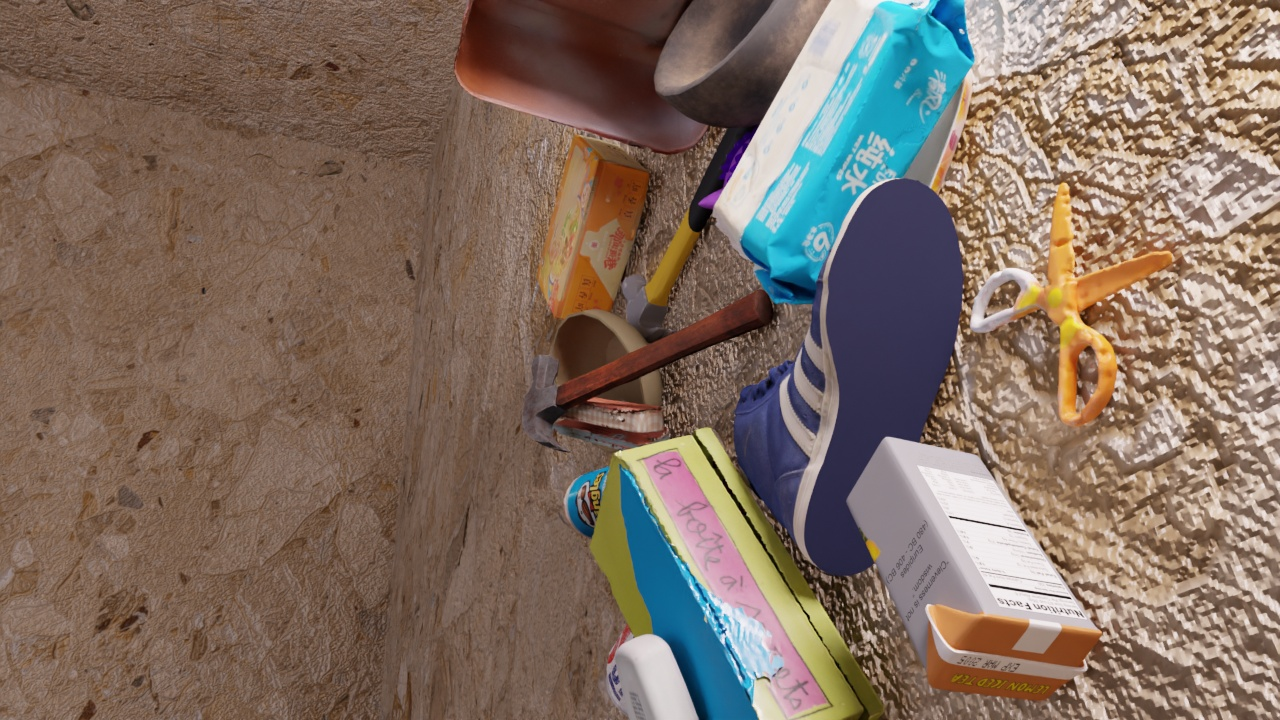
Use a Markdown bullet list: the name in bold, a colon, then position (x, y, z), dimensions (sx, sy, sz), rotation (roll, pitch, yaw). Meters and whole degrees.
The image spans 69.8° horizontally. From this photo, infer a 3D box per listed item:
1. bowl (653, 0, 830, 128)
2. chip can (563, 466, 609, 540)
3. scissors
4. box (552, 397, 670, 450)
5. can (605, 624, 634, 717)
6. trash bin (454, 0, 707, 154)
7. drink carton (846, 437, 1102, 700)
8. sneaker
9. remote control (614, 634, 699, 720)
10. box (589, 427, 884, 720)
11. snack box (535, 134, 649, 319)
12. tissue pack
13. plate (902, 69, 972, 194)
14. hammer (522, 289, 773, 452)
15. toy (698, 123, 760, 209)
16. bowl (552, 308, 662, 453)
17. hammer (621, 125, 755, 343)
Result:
- **bowl**: position (0.090, -0.255, 0.732), dimensions (0.163, 0.070, 0.162), rotation (-38, 33, 30)
- **chip can**: position (0.004, 0.124, 0.834), dimensions (0.230, 0.079, 0.079), rotation (152, 125, -63)
- **scissors**: position (0.209, -0.028, 0.459), dimensions (0.130, 0.011, 0.125), rotation (161, 116, -67)
- **box**: position (-0.043, 0.052, 0.908), dimensions (0.187, 0.058, 0.060), rotation (6, 58, 50)
- **can**: position (0.026, 0.225, 0.729), dimensions (0.078, 0.078, 0.136), rotation (-103, 30, -46)
- **trash bin**: position (-0.038, -0.344, 0.898), dimensions (0.182, 0.259, 0.157), rotation (125, 150, -49)
- **drink carton**: position (0.157, 0.099, 0.452), dimensions (0.124, 0.076, 0.049), rotation (-104, 31, -55)
- **sneaker**: position (0.121, 0.003, 0.579), dimensions (0.118, 0.091, 0.233), rotation (-142, 56, -70)
- **remote control**: position (0.016, 0.228, 0.569), dimensions (0.060, 0.028, 0.114), rotation (-35, 72, 64)
- **box**: position (0.051, 0.167, 0.598), dimensions (0.221, 0.082, 0.125), rotation (55, 147, 38)
- **snack box**: position (-0.056, -0.157, 1.111), dimensions (0.145, 0.080, 0.195), rotation (-121, 45, -61)
- **tissue pack**: position (0.125, -0.144, 0.585), dimensions (0.210, 0.066, 0.117), rotation (-63, 26, 18)
- **plate**: position (0.155, -0.132, 0.638), dimensions (0.187, 0.016, 0.187), rotation (-126, 49, -62)
- **hammer**: position (-0.005, 0.005, 0.830), dimensions (0.302, 0.028, 0.110), rotation (-24, 49, 40)
- **toy**: position (0.091, -0.151, 0.757), dimensions (0.088, 0.056, 0.106), rotation (-62, 14, 10)
- **bowl**: position (-0.027, 0.017, 0.950), dimensions (0.152, 0.050, 0.152), rotation (26, 126, 43)
- **hammer**: position (0.057, -0.145, 0.889), dimensions (0.127, 0.029, 0.325), rotation (-102, 31, -44)
